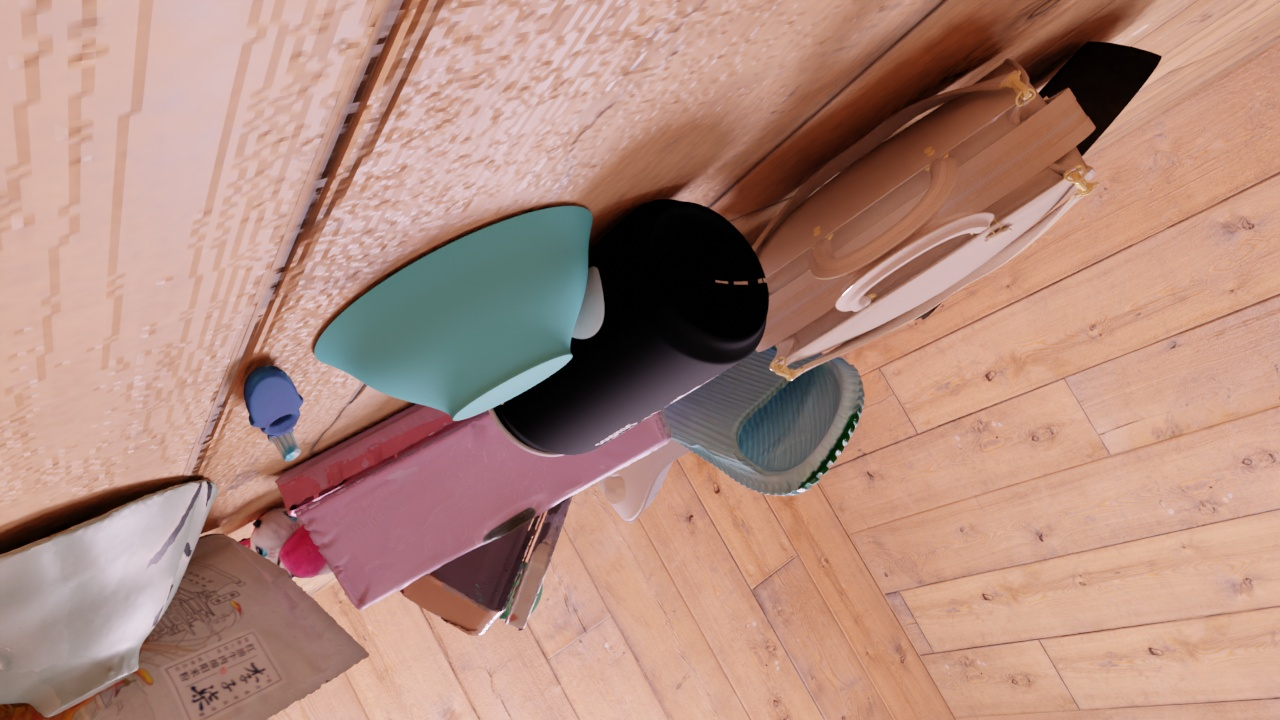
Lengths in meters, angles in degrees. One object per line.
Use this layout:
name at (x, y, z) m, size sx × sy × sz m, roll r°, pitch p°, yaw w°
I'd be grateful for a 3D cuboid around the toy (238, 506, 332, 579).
toy at (-0.246, 0.122, 0.642) m, size 0.103 × 0.050 × 0.065 m, roll 4°, pitch -139°, yaw 41°

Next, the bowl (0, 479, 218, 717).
bowl at (-0.267, 0.124, 0.424) m, size 0.174 × 0.068 × 0.174 m, roll -27°, pitch 176°, yaw -2°

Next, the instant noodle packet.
instant noodle packet at (-0.292, 0.169, 0.472) m, size 0.268 × 0.147 × 0.057 m, roll -22°, pitch 137°, yaw -52°

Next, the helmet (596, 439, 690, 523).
helmet at (0.061, 0.090, 1.243) m, size 0.283 × 0.184 × 0.224 m, roll -23°, pitch -178°, yaw 11°

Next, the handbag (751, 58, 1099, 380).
handbag at (0.127, -0.064, 0.455) m, size 0.195 × 0.101 × 0.197 m, roll -35°, pitch -179°, yaw 25°

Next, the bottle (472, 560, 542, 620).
bottle at (-0.169, 0.160, 0.745) m, size 0.210 × 0.068 × 0.067 m, roll 10°, pitch -159°, yaw 35°

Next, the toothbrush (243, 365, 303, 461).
toothbrush at (-0.149, 0.024, 0.377) m, size 0.021 × 0.016 × 0.133 m, roll -30°, pitch 176°, yaw -23°

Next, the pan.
pan at (0.246, -0.107, 0.702) m, size 0.248 × 0.043 × 0.357 m, roll -46°, pitch 173°, yaw -19°

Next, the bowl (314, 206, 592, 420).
bowl at (-0.061, -0.009, 0.365) m, size 0.121 × 0.046 × 0.121 m, roll -29°, pitch 175°, yaw -3°

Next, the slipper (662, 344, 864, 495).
slipper at (0.060, 0.022, 0.678) m, size 0.116 × 0.069 × 0.276 m, roll -50°, pitch -157°, yaw -12°

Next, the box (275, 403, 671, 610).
box at (-0.095, 0.066, 0.584) m, size 0.232 × 0.098 × 0.099 m, roll -28°, pitch 168°, yaw -13°

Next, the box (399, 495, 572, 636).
box at (-0.098, 0.099, 0.682) m, size 0.215 × 0.108 × 0.095 m, roll -72°, pitch 172°, yaw -60°

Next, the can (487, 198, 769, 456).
can at (-0.012, -0.010, 0.440) m, size 0.080 × 0.080 × 0.146 m, roll -25°, pitch 173°, yaw -43°
